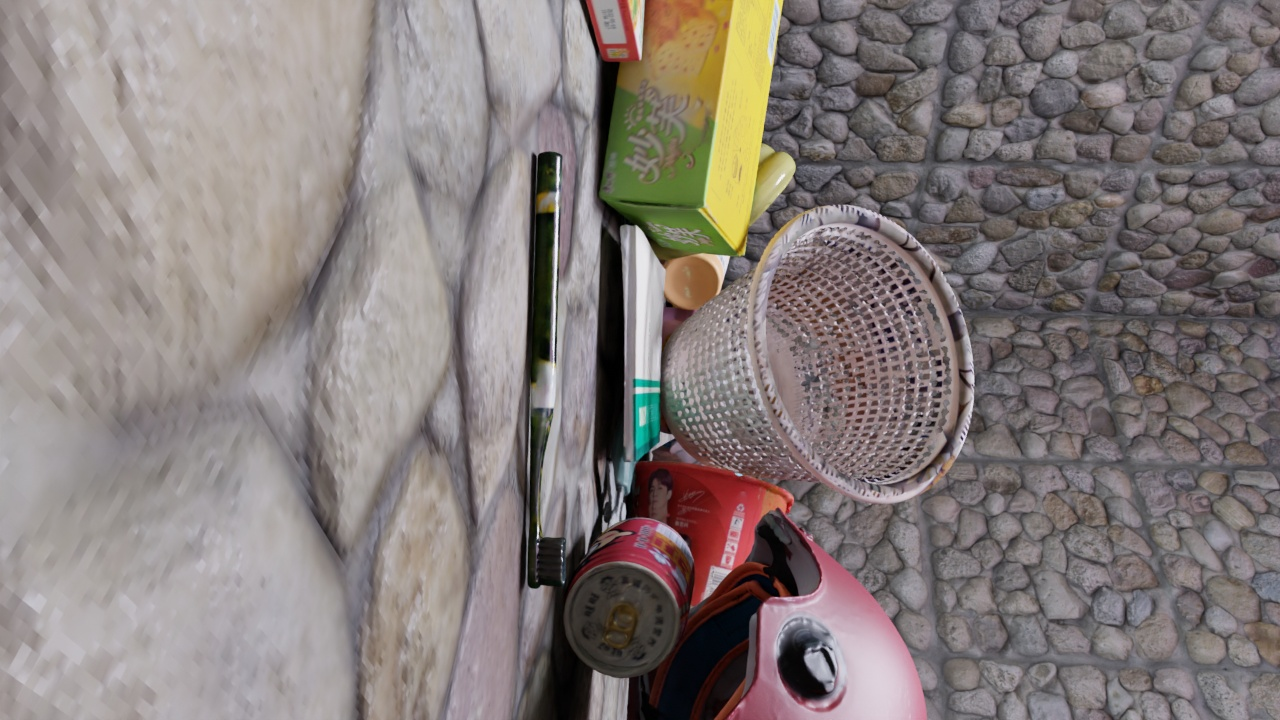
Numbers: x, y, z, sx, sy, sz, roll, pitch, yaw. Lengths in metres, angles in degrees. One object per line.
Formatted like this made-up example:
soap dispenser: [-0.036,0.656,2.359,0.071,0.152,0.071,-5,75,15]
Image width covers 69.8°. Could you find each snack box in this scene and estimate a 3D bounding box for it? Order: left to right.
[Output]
snack box: [-0.011,-0.258,0.515,0.077,0.027,0.155,60,33,-81]
snack box: [0.041,-0.188,0.620,0.157,0.070,0.210,17,82,-74]

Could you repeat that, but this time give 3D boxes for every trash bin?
trash bin: [0.124,0.010,0.756,0.193,0.227,0.227,-20,-118,57]

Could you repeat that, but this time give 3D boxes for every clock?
clock: [0.037,0.006,0.890,0.158,0.060,0.117,-76,167,-69]

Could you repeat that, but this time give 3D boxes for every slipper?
slipper: [0.047,-0.138,0.770,0.091,0.081,0.191,-52,-165,-19]

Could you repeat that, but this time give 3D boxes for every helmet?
helmet: [0.062,0.210,0.477,0.207,0.144,0.239,-56,176,32]

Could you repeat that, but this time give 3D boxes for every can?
can: [-0.005,0.128,0.506,0.093,0.066,0.066,-27,118,-83]

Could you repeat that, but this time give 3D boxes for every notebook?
notebook: [0.004,-0.007,0.674,0.209,0.012,0.150,14,76,-84]

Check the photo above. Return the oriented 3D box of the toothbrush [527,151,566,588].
toothbrush: [-0.038,0.005,0.389,0.012,0.017,0.186,-3,94,-76]

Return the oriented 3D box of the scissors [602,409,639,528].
scissors: [-0.014,0.121,0.652,0.170,0.019,0.179,-75,167,-70]

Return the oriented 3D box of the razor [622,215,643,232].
razor: [0.004,-0.130,0.718,0.142,0.022,0.043,-79,171,-56]

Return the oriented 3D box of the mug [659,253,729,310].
mug: [0.053,-0.100,0.902,0.122,0.078,0.078,-79,169,-61]

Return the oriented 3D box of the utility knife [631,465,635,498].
utility knife: [-0.004,0.004,0.740,0.031,0.022,0.213,36,60,-78]

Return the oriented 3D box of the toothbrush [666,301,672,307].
toothbrush: [0.032,-0.109,1.025,0.190,0.014,0.016,81,11,-55]

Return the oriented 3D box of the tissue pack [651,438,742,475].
tissue pack: [0.051,0.129,0.900,0.089,0.063,0.140,-24,128,-44]

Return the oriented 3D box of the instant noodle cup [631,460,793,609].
instant noodle cup: [0.048,0.151,0.755,0.138,0.138,0.108,73,29,-71]
